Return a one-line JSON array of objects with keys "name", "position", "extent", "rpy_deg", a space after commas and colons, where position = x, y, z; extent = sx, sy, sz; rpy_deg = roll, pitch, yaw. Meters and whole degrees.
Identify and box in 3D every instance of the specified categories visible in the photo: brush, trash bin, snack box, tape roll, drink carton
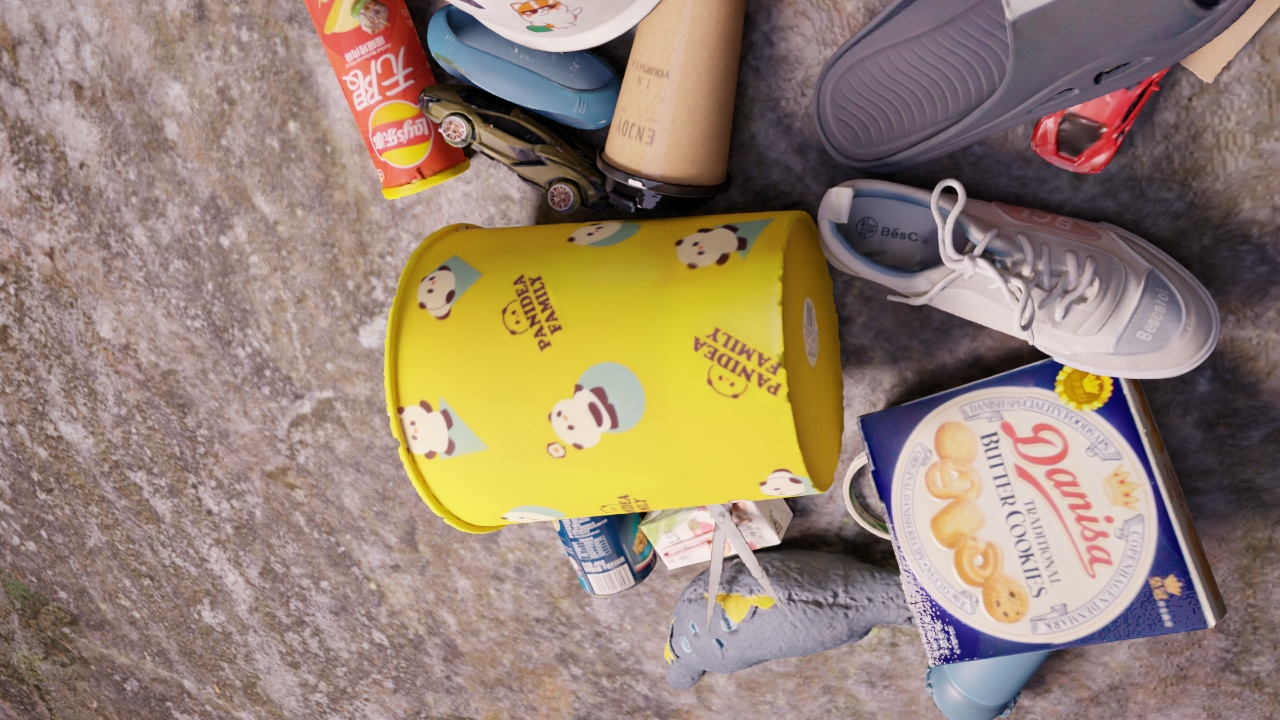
[{"name": "brush", "position": [-0.079, -0.200, 0.627], "extent": [0.144, 0.073, 0.055], "rpy_deg": [23, 123, -1]}, {"name": "trash bin", "position": [-0.004, 0.004, 0.636], "extent": [0.256, 0.228, 0.230], "rpy_deg": [-4, 116, 23]}, {"name": "snack box", "position": [0.256, 0.098, 0.613], "extent": [0.183, 0.045, 0.177], "rpy_deg": [-24, 74, 35]}, {"name": "tape roll", "position": [0.202, 0.104, 0.716], "extent": [0.086, 0.013, 0.086], "rpy_deg": [12, 123, 20]}, {"name": "drink carton", "position": [0.063, 0.139, 0.786], "extent": [0.123, 0.045, 0.053], "rpy_deg": [-23, 107, 35]}]

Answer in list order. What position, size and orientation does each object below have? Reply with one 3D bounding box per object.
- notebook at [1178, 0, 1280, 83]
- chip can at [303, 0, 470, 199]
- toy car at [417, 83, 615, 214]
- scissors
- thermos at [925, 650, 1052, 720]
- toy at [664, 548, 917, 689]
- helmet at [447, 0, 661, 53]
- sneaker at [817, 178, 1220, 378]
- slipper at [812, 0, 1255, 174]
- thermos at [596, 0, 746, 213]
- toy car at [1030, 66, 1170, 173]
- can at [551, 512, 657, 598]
[{"name": "notebook", "position": [0.262, -0.264, 0.467], "extent": [0.211, 0.012, 0.150], "rpy_deg": [36, 127, 3]}, {"name": "chip can", "position": [-0.196, -0.232, 0.677], "extent": [0.073, 0.073, 0.217], "rpy_deg": [-5, 115, 29]}, {"name": "toy car", "position": [-0.084, -0.155, 0.654], "extent": [0.158, 0.070, 0.042], "rpy_deg": [28, 118, -8]}, {"name": "scissors", "position": [0.062, 0.123, 0.741], "extent": [0.159, 0.014, 0.181], "rpy_deg": [18, 92, 43]}, {"name": "thermos", "position": [0.289, 0.199, 0.700], "extent": [0.070, 0.070, 0.221], "rpy_deg": [24, 127, 12]}, {"name": "toy", "position": [0.113, 0.219, 0.782], "extent": [0.138, 0.091, 0.358], "rpy_deg": [39, 135, -23]}, {"name": "helmet", "position": [-0.088, -0.314, 0.493], "extent": [0.231, 0.156, 0.274], "rpy_deg": [-6, 99, 31]}, {"name": "sneaker", "position": [0.220, -0.058, 0.546], "extent": [0.242, 0.090, 0.089], "rpy_deg": [21, 94, 18]}, {"name": "slipper", "position": [0.191, -0.175, 0.484], "extent": [0.269, 0.083, 0.110], "rpy_deg": [-24, 90, 45]}, {"name": "thermos", "position": [0.024, -0.172, 0.596], "extent": [0.093, 0.092, 0.143], "rpy_deg": [19, 118, 15]}, {"name": "toy car", "position": [0.261, -0.154, 0.513], "extent": [0.049, 0.031, 0.107], "rpy_deg": [27, 137, 12]}, {"name": "can", "position": [-0.037, 0.147, 0.822], "extent": [0.075, 0.075, 0.111], "rpy_deg": [-9, 115, 30]}]
